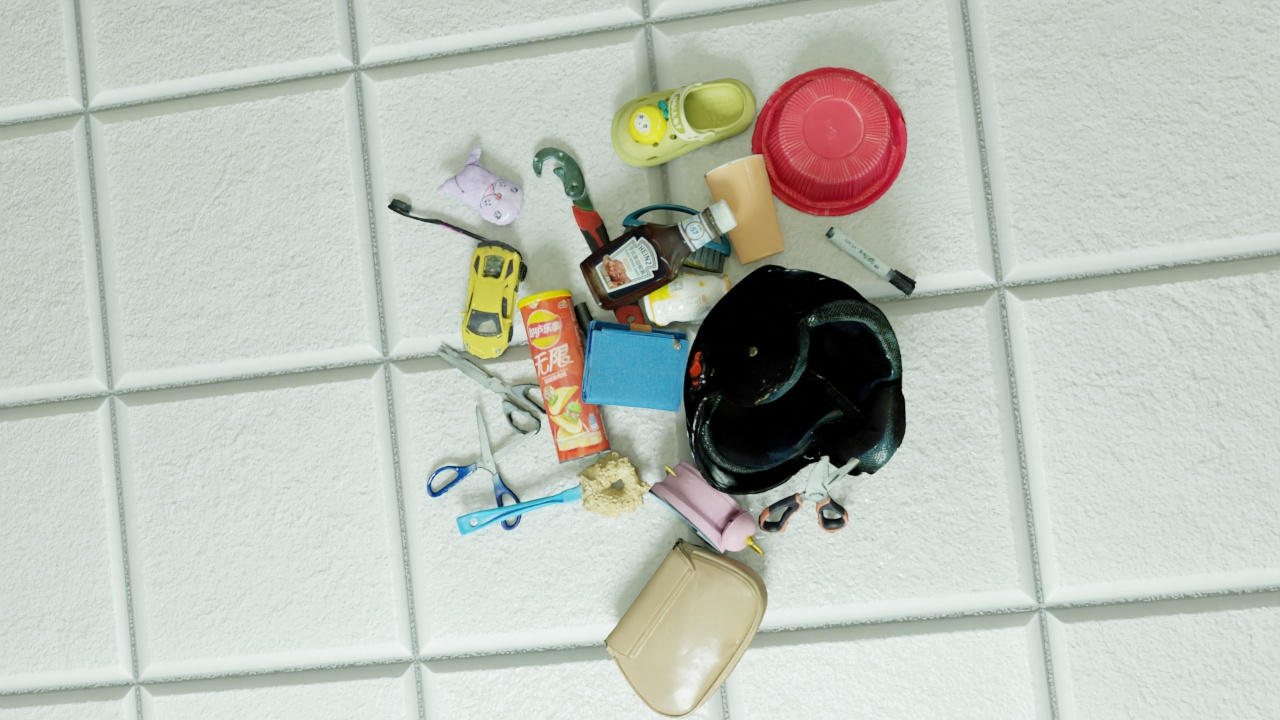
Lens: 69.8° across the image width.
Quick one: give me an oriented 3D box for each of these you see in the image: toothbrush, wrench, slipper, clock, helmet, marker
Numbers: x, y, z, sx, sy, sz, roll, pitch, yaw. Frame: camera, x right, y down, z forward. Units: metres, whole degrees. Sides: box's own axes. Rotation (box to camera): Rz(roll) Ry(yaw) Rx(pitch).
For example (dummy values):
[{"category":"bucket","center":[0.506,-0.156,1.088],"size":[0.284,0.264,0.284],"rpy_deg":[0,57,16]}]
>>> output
[{"category":"toothbrush","center":[-0.249,-0.178,1.221],"size":[0.189,0.014,0.017],"rpy_deg":[20,77,6]},{"category":"wrench","center":[-0.062,-0.159,1.196],"size":[0.056,0.016,0.273],"rpy_deg":[-28,86,5]},{"category":"slipper","center":[0.052,-0.311,1.157],"size":[0.190,0.081,0.091],"rpy_deg":[-15,84,3]},{"category":"clock","center":[0.086,0.188,1.122],"size":[0.158,0.117,0.059],"rpy_deg":[40,81,8]},{"category":"helmet","center":[0.162,0.021,1.063],"size":[0.233,0.230,0.275],"rpy_deg":[31,111,-34]},{"category":"marker","center":[0.290,-0.127,1.154],"size":[0.131,0.018,0.022],"rpy_deg":[38,84,6]},{"category":"marker","center":[-0.055,-0.012,1.190],"size":[0.022,0.020,0.132],"rpy_deg":[-25,85,22]}]

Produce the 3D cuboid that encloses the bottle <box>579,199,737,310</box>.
[{"category":"bottle","center":[0.024,-0.133,1.116],"size":[0.195,0.044,0.080],"rpy_deg":[-27,79,13]}]

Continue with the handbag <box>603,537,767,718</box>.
[{"category":"handbag","center":[0.060,0.327,1.132],"size":[0.148,0.099,0.204],"rpy_deg":[37,93,14]}]

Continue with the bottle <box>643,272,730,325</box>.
[{"category":"bottle","center":[0.060,-0.081,1.156],"size":[0.108,0.063,0.063],"rpy_deg":[-10,87,7]}]

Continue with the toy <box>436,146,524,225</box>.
[{"category":"toy","center":[-0.200,-0.223,1.203],"size":[0.108,0.039,0.083],"rpy_deg":[35,81,7]}]

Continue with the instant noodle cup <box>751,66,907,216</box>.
[{"category":"instant noodle cup","center":[0.237,-0.279,1.141],"size":[0.194,0.066,0.194],"rpy_deg":[0,89,7]}]

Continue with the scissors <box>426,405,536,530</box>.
[{"category":"scissors","center":[-0.200,0.146,1.201],"size":[0.173,0.012,0.162],"rpy_deg":[-33,88,9]}]

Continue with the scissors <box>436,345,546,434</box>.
[{"category":"scissors","center":[-0.188,0.025,1.209],"size":[0.137,0.014,0.174],"rpy_deg":[-23,84,7]}]

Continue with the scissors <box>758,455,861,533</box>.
[{"category":"scissors","center":[0.208,0.164,1.075],"size":[0.196,0.215,0.015],"rpy_deg":[-21,50,34]}]

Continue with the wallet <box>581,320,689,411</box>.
[{"category":"wallet","center":[-0.007,0.007,1.151],"size":[0.133,0.040,0.106],"rpy_deg":[6,89,-24]}]

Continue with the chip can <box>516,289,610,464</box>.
[{"category":"chip can","center":[-0.096,0.020,1.169],"size":[0.073,0.073,0.216],"rpy_deg":[-16,87,6]}]

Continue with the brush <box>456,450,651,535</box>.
[{"category":"brush","center":[-0.113,0.180,1.176],"size":[0.255,0.046,0.083],"rpy_deg":[-16,93,5]}]

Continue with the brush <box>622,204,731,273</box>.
[{"category":"brush","center":[0.047,-0.160,1.164],"size":[0.144,0.055,0.073],"rpy_deg":[18,92,7]}]

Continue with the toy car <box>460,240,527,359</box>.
[{"category":"toy car","center":[-0.194,-0.078,1.197],"size":[0.071,0.041,0.156],"rpy_deg":[10,92,8]}]

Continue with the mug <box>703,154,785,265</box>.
[{"category":"mug","center":[0.134,-0.186,1.148],"size":[0.078,0.078,0.123],"rpy_deg":[-17,91,6]}]
